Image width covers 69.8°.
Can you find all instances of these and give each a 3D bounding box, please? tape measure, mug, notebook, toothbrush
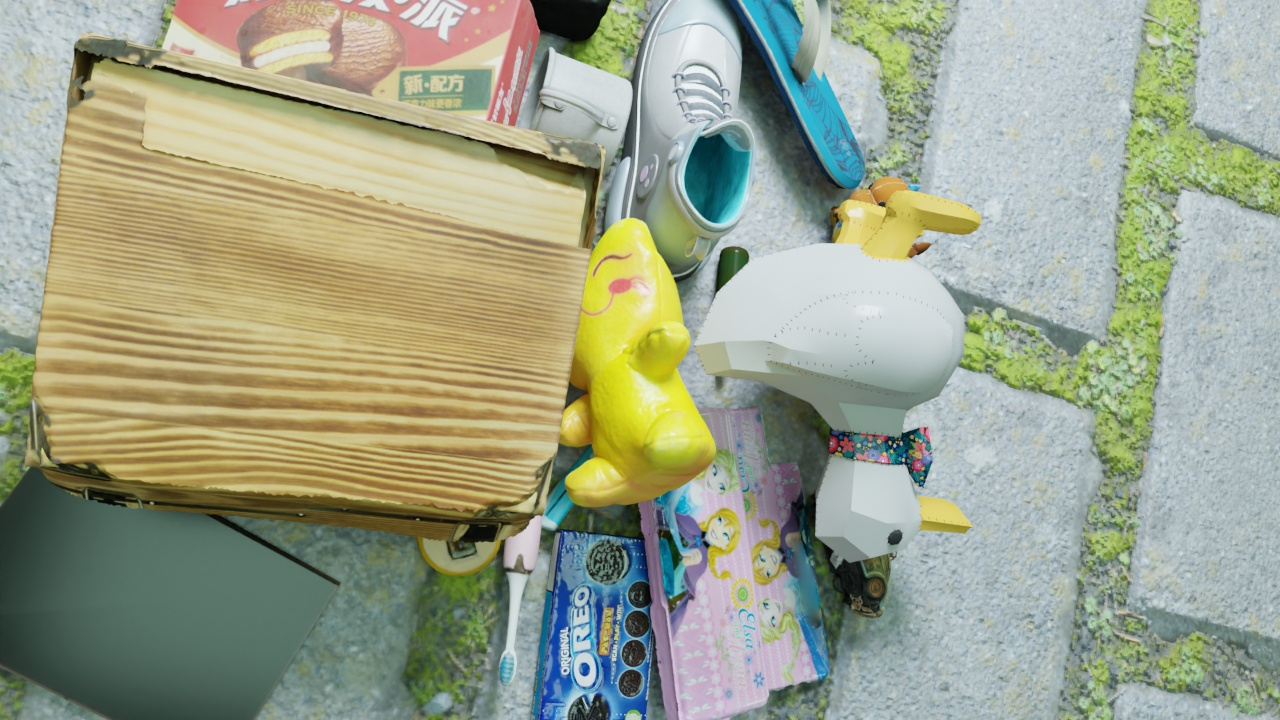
[{"bbox_3d":[-0.132,0.126,0.664,0.068,0.030,0.059,-13,85,-18],"label":"tape measure"},{"bbox_3d":[-0.049,-0.184,0.689,0.070,0.113,0.084,16,96,-17],"label":"mug"},{"bbox_3d":[-0.331,0.160,0.608,0.209,0.008,0.141,33,74,-11],"label":"notebook"},{"bbox_3d":[-0.084,0.121,0.671,0.027,0.026,0.222,5,75,1],"label":"toothbrush"}]

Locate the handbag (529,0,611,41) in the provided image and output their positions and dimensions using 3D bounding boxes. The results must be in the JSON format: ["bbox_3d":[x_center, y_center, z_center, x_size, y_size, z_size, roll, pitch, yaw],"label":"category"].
[{"bbox_3d":[-0.075,-0.345,0.701,0.125,0.115,0.153,6,85,-15],"label":"handbag"}]

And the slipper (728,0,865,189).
[{"bbox_3d":[0.128,-0.283,0.761,0.295,0.060,0.118,61,30,-7],"label":"slipper"}]

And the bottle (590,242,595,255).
[{"bbox_3d":[-0.103,-0.127,0.694,0.174,0.055,0.055,37,73,-11],"label":"bottle"}]

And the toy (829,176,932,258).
[{"bbox_3d":[0.212,-0.115,0.773,0.103,0.090,0.070,-2,52,-19],"label":"toy"}]

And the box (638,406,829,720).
[{"bbox_3d":[0.078,0.150,0.711,0.159,0.035,0.230,-3,82,-31],"label":"box"}]

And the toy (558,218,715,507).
[{"bbox_3d":[-0.004,0.004,0.644,0.087,0.135,0.193,12,48,-38],"label":"toy"}]

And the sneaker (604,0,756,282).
[{"bbox_3d":[0.049,-0.191,0.695,0.093,0.161,0.256,13,80,-16],"label":"sneaker"}]

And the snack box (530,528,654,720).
[{"bbox_3d":[-0.033,0.205,0.685,0.082,0.027,0.150,8,79,-18],"label":"snack box"}]

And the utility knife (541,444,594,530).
[{"bbox_3d":[-0.028,0.062,0.714,0.022,0.015,0.168,30,71,21],"label":"utility knife"}]

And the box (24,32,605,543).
[{"bbox_3d":[-0.183,-0.024,0.551,0.279,0.176,0.247,10,84,-17],"label":"box"}]

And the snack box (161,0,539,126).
[{"bbox_3d":[-0.197,-0.212,0.630,0.236,0.060,0.113,12,78,7],"label":"snack box"}]

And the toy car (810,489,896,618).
[{"bbox_3d":[0.179,0.151,0.749,0.047,0.047,0.112,-20,93,-28],"label":"toy car"}]

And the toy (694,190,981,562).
[{"bbox_3d":[0.156,0.011,0.671,0.246,0.141,0.267,15,90,-16],"label":"toy"}]

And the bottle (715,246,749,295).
[{"bbox_3d":[0.073,-0.041,0.753,0.025,0.025,0.106,9,80,-16],"label":"bottle"}]
